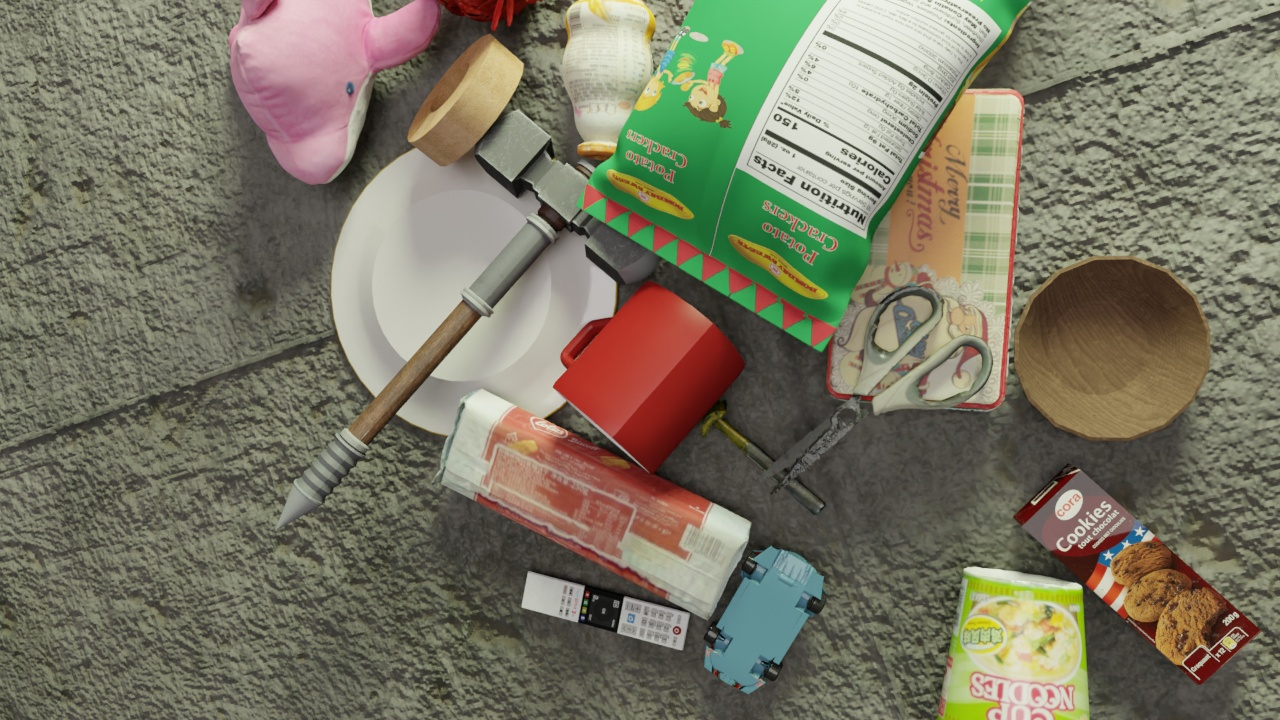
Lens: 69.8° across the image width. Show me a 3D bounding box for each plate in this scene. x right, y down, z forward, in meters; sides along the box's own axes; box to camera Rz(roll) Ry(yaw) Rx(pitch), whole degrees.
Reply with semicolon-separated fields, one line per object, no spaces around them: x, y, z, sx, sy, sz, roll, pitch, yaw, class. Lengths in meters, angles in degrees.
-0.131;-0.055;0.684;0.230;0.021;0.230;0;92;12;plate

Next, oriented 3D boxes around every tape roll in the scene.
-0.123;-0.182;0.643;0.027;0.094;0.094;37;101;-30;tape roll

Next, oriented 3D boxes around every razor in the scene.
0.086;0.070;0.638;0.106;0.042;0.026;41;97;-1;razor

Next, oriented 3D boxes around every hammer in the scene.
-0.137;-0.011;0.627;0.156;0.043;0.322;40;85;2;hammer

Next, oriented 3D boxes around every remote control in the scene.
-0.026;0.182;0.673;0.124;0.011;0.028;12;94;12;remote control

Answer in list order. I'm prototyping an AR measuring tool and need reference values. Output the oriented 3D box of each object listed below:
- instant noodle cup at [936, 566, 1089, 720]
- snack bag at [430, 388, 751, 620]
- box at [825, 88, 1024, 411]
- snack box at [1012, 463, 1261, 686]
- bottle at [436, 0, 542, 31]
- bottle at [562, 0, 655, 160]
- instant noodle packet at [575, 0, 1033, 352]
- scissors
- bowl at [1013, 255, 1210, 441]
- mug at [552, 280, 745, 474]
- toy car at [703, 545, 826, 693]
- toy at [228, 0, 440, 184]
0.237;0.190;0.579;0.099;0.099;0.108;5;85;12;instant noodle cup
-0.036;0.101;0.653;0.225;0.041;0.078;26;113;11;snack bag
0.183;-0.072;0.602;0.118;0.050;0.205;5;92;11;box
0.314;0.135;0.588;0.141;0.031;0.051;43;99;8;snack box
-0.104;-0.279;0.627;0.099;0.111;0.099;0;89;8;bottle
-0.023;-0.195;0.637;0.063;0.063;0.108;5;94;12;bottle
0.094;-0.162;0.557;0.195;0.090;0.253;34;99;24;instant noodle packet
0.137;0.018;0.587;0.170;0.012;0.132;-13;87;17;scissors
0.295;-0.008;0.586;0.118;0.030;0.118;0;93;7;bowl
-0.004;0.004;0.623;0.096;0.080;0.116;-49;51;-6;mug
0.086;0.178;0.641;0.060;0.027;0.108;29;107;10;toy car
-0.243;-0.263;0.650;0.187;0.127;0.265;0;86;16;toy
